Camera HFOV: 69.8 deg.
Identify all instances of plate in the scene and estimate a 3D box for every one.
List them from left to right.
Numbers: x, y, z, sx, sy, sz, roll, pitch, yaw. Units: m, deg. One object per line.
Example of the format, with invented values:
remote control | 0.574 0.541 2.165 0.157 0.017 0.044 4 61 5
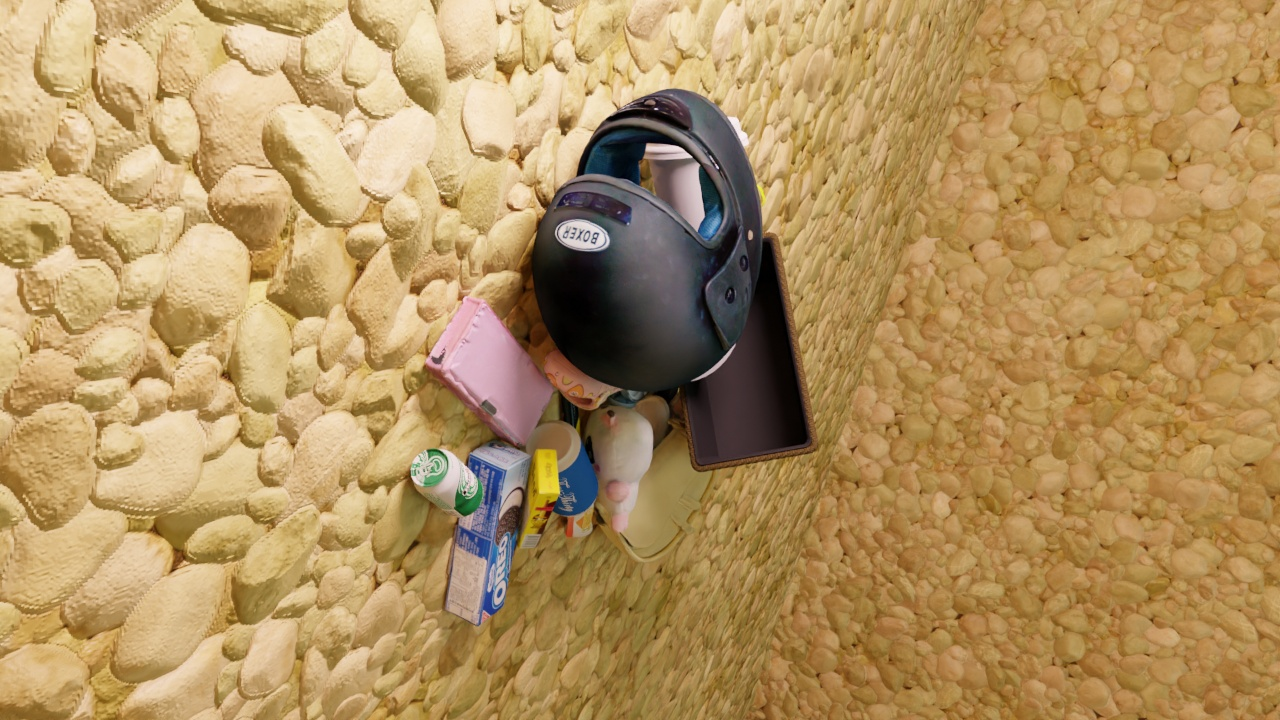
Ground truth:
plate | -0.011 0.122 1.441 0.156 0.014 0.157 -34 140 -34

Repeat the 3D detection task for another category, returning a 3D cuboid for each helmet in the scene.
helmet | -0.001 -0.113 1.007 0.235 0.249 0.317 -39 136 -41

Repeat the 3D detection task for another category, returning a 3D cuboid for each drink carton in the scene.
drink carton | -0.085 0.196 1.364 0.069 0.039 0.122 -21 123 -59

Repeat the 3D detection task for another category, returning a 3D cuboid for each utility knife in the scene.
utility knife | -0.094 0.052 1.228 0.028 0.020 0.214 -68 163 -50

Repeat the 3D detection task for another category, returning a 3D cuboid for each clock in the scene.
clock | -0.008 0.008 1.326 0.117 0.060 0.162 -49 151 -36

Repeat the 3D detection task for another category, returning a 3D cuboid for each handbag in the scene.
handbag | 0.032 0.209 1.465 0.233 0.088 0.191 -48 141 2

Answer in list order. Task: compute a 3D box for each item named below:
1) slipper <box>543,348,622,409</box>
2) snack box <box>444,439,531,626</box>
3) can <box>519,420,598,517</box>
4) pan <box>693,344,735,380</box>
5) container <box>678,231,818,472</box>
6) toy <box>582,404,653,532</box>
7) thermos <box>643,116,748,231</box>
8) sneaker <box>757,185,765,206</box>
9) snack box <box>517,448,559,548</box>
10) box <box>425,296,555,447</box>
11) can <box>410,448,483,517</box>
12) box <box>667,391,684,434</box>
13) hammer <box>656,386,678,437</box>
slipper | -0.065 0.025 1.148 0.082 0.093 0.197 -60 167 17
snack box | -0.187 0.210 1.117 0.059 0.059 0.227 -28 135 -62
can | -0.105 0.144 1.210 0.078 0.079 0.146 -57 154 -25
pan | 0.041 -0.148 1.221 0.200 0.051 0.357 -17 102 -31
container | 0.156 0.004 1.382 0.205 0.176 0.320 40 40 -72
toy | -0.033 0.153 1.304 0.139 0.101 0.179 152 -62 -84
thermos | 0.077 -0.184 1.151 0.131 0.132 0.222 -36 124 -51
sneaker | 0.110 -0.262 1.312 0.091 0.116 0.242 -39 160 4
snack box | -0.127 0.171 1.121 0.149 0.025 0.061 115 -26 -50
box | -0.161 0.020 1.032 0.098 0.037 0.233 -60 155 -17
can | -0.210 0.135 1.004 0.053 0.053 0.101 -60 156 -18
box | 0.084 0.141 1.569 0.081 0.063 0.217 -36 140 -32
hammer | 0.030 0.130 1.553 0.139 0.035 0.313 -18 126 -59
